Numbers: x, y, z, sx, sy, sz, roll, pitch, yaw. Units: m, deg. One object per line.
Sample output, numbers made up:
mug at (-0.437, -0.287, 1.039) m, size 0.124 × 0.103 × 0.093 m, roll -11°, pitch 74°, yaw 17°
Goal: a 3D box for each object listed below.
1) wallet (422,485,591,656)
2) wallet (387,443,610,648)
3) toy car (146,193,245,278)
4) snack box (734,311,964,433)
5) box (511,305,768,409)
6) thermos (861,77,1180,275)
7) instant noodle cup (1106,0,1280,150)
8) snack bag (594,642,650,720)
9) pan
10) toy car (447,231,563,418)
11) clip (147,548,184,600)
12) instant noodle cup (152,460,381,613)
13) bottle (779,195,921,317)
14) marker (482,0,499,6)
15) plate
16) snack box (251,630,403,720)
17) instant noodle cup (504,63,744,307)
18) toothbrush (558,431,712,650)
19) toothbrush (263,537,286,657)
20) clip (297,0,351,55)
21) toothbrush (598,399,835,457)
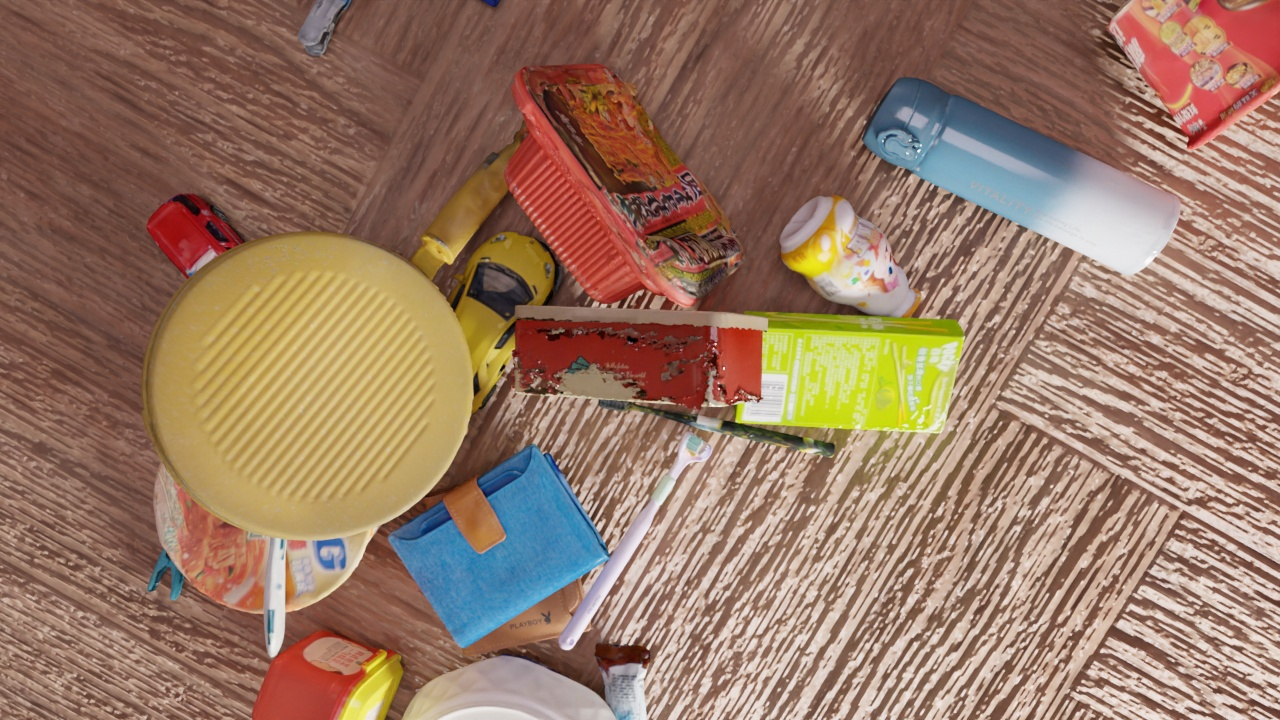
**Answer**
wallet at (-0.102, 0.155, 0.710) m, size 0.108 × 0.031 × 0.132 m, roll -12°, pitch 95°, yaw 4°
wallet at (-0.104, 0.135, 0.675) m, size 0.133 × 0.040 × 0.106 m, roll -32°, pitch 94°, yaw 2°
toy car at (-0.323, -0.073, 0.698) m, size 0.053 × 0.045 × 0.120 m, roll -43°, pitch 93°, yaw 5°
snack box at (0.150, 0.009, 0.676) m, size 0.156 × 0.026 × 0.086 m, roll 2°, pitch 121°, yaw 2°
box at (-0.004, 0.004, 0.639) m, size 0.169 × 0.091 × 0.078 m, roll 3°, pitch 92°, yaw 29°
thermos at (0.268, -0.134, 0.660) m, size 0.220 × 0.070 × 0.070 m, roll 25°, pitch 94°, yaw 0°
instant noodle cup at (0.397, -0.228, 0.621) m, size 0.138 × 0.138 × 0.108 m, roll -40°, pitch 82°, yaw 4°
snack bag at (-0.012, 0.272, 0.714) m, size 0.045 × 0.026 × 0.105 m, roll -3°, pitch 93°, yaw 16°
pan at (-0.164, -0.044, 0.616) m, size 0.197 × 0.078 × 0.356 m, roll 44°, pitch 72°, yaw -19°
toy car at (-0.121, -0.028, 0.694) m, size 0.071 × 0.041 × 0.156 m, roll 34°, pitch 93°, yaw 0°
clip at (-0.372, 0.162, 0.729) m, size 0.041 × 0.014 × 0.056 m, roll 21°, pitch 96°, yaw 0°
instant noodle cup at (-0.253, 0.095, 0.670) m, size 0.151 × 0.111 × 0.151 m, roll 0°, pitch 93°, yaw 2°
bottle at (0.155, -0.070, 0.670) m, size 0.108 × 0.063 × 0.063 m, roll 38°, pitch 94°, yaw -15°
marker at (-0.172, -0.305, 0.691) m, size 0.146 × 0.017 × 0.017 m, roll 26°, pitch 94°, yaw 1°
plate at (-0.103, 0.332, 0.700) m, size 0.205 × 0.045 × 0.205 m, roll 1°, pitch 98°, yaw 10°
snack box at (-0.236, 0.250, 0.693) m, size 0.080 × 0.091 × 0.082 m, roll 24°, pitch 94°, yaw 8°
instant noodle cup at (-0.017, -0.115, 0.637) m, size 0.079 × 0.164 × 0.189 m, roll -35°, pitch 91°, yaw 27°
toothbrush at (-0.006, 0.138, 0.696) m, size 0.029 × 0.021 × 0.189 m, roll 36°, pitch 85°, yaw -23°
toothbrush at (-0.243, 0.102, 0.607) m, size 0.018 × 0.016 × 0.191 m, roll 4°, pitch 94°, yaw 12°
clip at (-0.241, -0.260, 0.694) m, size 0.024 × 0.028 × 0.056 m, roll 25°, pitch 84°, yaw -1°
toothbrush at (0.058, 0.050, 0.702) m, size 0.186 × 0.017 × 0.012 m, roll 12°, pitch 91°, yaw 1°
